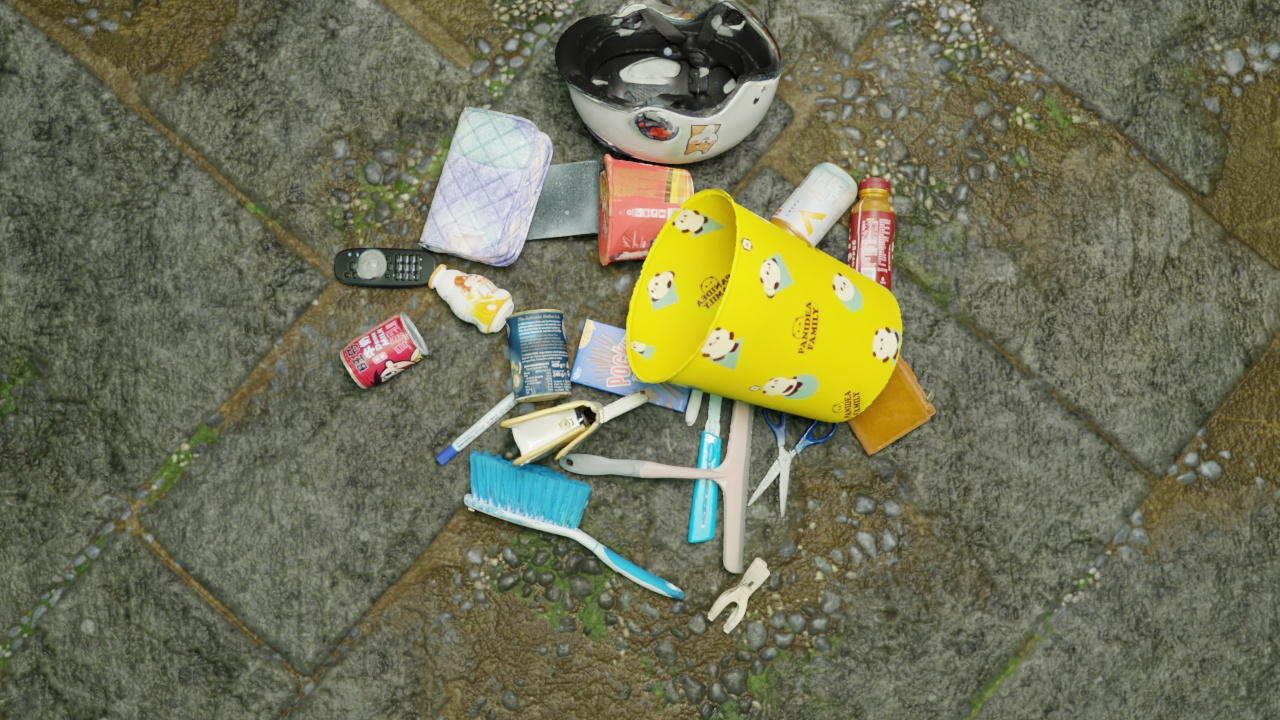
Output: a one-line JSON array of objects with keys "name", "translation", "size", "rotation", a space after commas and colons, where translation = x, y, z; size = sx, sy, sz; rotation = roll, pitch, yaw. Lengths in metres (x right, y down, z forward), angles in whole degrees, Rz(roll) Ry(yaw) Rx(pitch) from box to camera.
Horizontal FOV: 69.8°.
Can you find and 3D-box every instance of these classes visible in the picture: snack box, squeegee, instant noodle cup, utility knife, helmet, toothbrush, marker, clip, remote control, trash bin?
[{"name": "snack box", "translation": [-0.007, 0.007, 1.200], "size": [0.157, 0.026, 0.084], "rotation": [15, 88, 1]}, {"name": "squeegee", "translation": [0.014, 0.140, 1.170], "size": [0.250, 0.040, 0.247], "rotation": [4, 90, 9]}, {"name": "instant noodle cup", "translation": [0.005, -0.186, 1.165], "size": [0.108, 0.138, 0.138], "rotation": [1, 86, -9]}, {"name": "utility knife", "translation": [0.090, 0.119, 1.196], "size": [0.034, 0.018, 0.238], "rotation": [6, 85, 1]}, {"name": "helmet", "translation": [0.038, -0.335, 1.152], "size": [0.274, 0.157, 0.229], "rotation": [-9, 53, -2]}, {"name": "toothbrush", "translation": [0.086, -0.002, 1.205], "size": [0.016, 0.016, 0.180], "rotation": [14, 86, 4]}, {"name": "marker", "translation": [-0.208, 0.085, 1.201], "size": [0.146, 0.017, 0.017], "rotation": [-40, 87, -2]}, {"name": "clip", "translation": [0.128, 0.298, 1.173], "size": [0.034, 0.071, 0.100], "rotation": [36, 93, 4]}, {"name": "remote control", "translation": [-0.335, -0.122, 1.213], "size": [0.136, 0.024, 0.053], "rotation": [2, 88, 2]}, {"name": "trash bin", "translation": [0.148, -0.048, 1.080], "size": [0.255, 0.230, 0.229], "rotation": [19, 86, -25]}]

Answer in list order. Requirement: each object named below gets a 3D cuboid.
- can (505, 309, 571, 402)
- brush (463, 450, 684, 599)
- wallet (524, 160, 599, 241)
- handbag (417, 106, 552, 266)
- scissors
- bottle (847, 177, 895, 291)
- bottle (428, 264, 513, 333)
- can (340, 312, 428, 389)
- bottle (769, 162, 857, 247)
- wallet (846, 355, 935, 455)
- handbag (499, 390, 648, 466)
[{"name": "can", "translation": [-0.130, -0.004, 1.175], "size": [0.075, 0.075, 0.111], "rotation": [-7, 83, 0]}, {"name": "brush", "translation": [-0.079, 0.210, 1.177], "size": [0.314, 0.060, 0.109], "rotation": [17, 92, -1]}, {"name": "wallet", "translation": [-0.109, -0.208, 1.201], "size": [0.121, 0.019, 0.097], "rotation": [-2, 85, 24]}, {"name": "handbag", "translation": [-0.200, -0.221, 1.189], "size": [0.134, 0.075, 0.194], "rotation": [17, 86, 19]}, {"name": "scissors", "translation": [0.197, 0.115, 1.199], "size": [0.164, 0.012, 0.162], "rotation": [-19, 87, 0]}, {"name": "bottle", "translation": [0.300, -0.148, 1.192], "size": [0.057, 0.057, 0.175], "rotation": [5, 86, 1]}, {"name": "bottle", "translation": [-0.221, -0.082, 1.189], "size": [0.108, 0.063, 0.063], "rotation": [31, 87, 3]}, {"name": "can", "translation": [-0.331, -0.012, 1.184], "size": [0.094, 0.066, 0.066], "rotation": [-31, 86, -2]}, {"name": "bottle", "translation": [0.200, -0.169, 1.189], "size": [0.068, 0.068, 0.189], "rotation": [40, 90, 3]}, {"name": "wallet", "translation": [0.312, 0.037, 1.191], "size": [0.119, 0.035, 0.130], "rotation": [-32, 88, -2]}, {"name": "handbag", "translation": [-0.073, 0.078, 1.127], "size": [0.179, 0.163, 0.063], "rotation": [-18, 88, 0]}]
